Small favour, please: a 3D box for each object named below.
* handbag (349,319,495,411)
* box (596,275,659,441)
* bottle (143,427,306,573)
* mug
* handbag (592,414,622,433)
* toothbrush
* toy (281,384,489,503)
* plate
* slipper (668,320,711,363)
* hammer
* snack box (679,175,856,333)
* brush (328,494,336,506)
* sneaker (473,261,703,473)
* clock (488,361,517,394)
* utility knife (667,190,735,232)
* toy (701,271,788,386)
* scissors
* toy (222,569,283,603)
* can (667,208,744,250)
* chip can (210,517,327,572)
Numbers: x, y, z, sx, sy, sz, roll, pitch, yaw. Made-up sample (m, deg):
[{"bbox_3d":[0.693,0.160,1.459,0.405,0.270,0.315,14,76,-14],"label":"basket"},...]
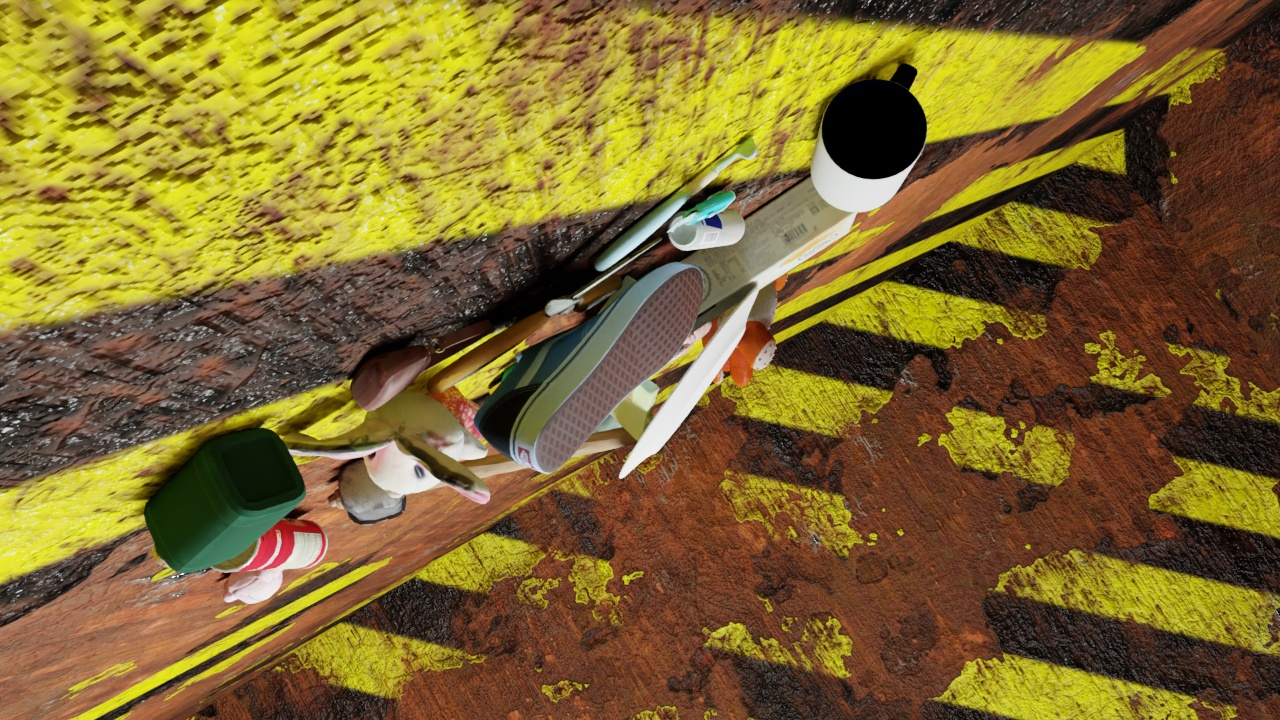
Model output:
[{"bbox_3d":[-0.151,-0.004,0.667,0.119,0.029,0.056,-32,176,-45],"label":"handbag"},{"bbox_3d":[-0.021,0.007,0.902,0.066,0.127,0.188,-10,163,-6],"label":"box"},{"bbox_3d":[-0.293,0.104,0.625,0.132,0.061,0.061,-37,169,29],"label":"bottle"},{"bbox_3d":[0.188,-0.183,0.735,0.112,0.078,0.097,-61,172,-1],"label":"mug"},{"bbox_3d":[-0.066,0.050,1.067,0.122,0.106,0.067,21,86,-82],"label":"handbag"},{"bbox_3d":[0.024,-0.115,0.690,0.155,0.016,0.022,-36,-150,20],"label":"toothbrush"},{"bbox_3d":[-0.178,0.065,0.735,0.194,0.159,0.084,-43,145,-84],"label":"toy"},{"bbox_3d":[0.056,0.028,0.952,0.242,0.016,0.243,-53,173,-10],"label":"plate"},{"bbox_3d":[0.018,-0.015,1.149,0.114,0.054,0.273,-36,173,27],"label":"slipper"},{"bbox_3d":[-0.146,0.107,0.950,0.328,0.052,0.098,-11,166,-16],"label":"hammer"},{"bbox_3d":[0.118,-0.109,0.948,0.208,0.057,0.104,-33,173,5],"label":"snack box"},{"bbox_3d":[-0.266,0.114,0.987,0.151,0.012,0.039,-30,173,-8],"label":"brush"},{"bbox_3d":[-0.045,-0.014,0.763,0.240,0.098,0.083,-45,142,-31],"label":"sneaker"},{"bbox_3d":[-0.104,0.019,0.929,0.098,0.043,0.130,-26,177,-38],"label":"clock"},{"bbox_3d":[0.043,-0.110,0.690,0.022,0.015,0.161,-43,179,27],"label":"utility knife"},{"bbox_3d":[0.139,-0.044,1.228,0.093,0.163,0.173,15,157,-12],"label":"toy"},{"bbox_3d":[-0.066,-0.038,0.718,0.226,0.016,0.229,-31,-179,23],"label":"scissors"},{"bbox_3d":[-0.424,0.241,1.028,0.110,0.047,0.063,-40,179,25],"label":"toy"},{"bbox_3d":[0.056,-0.112,0.775,0.032,0.032,0.095,-37,171,29],"label":"can"},{"bbox_3d":[-0.350,0.173,0.868,0.051,0.052,0.215,-31,172,-10],"label":"chip can"}]
